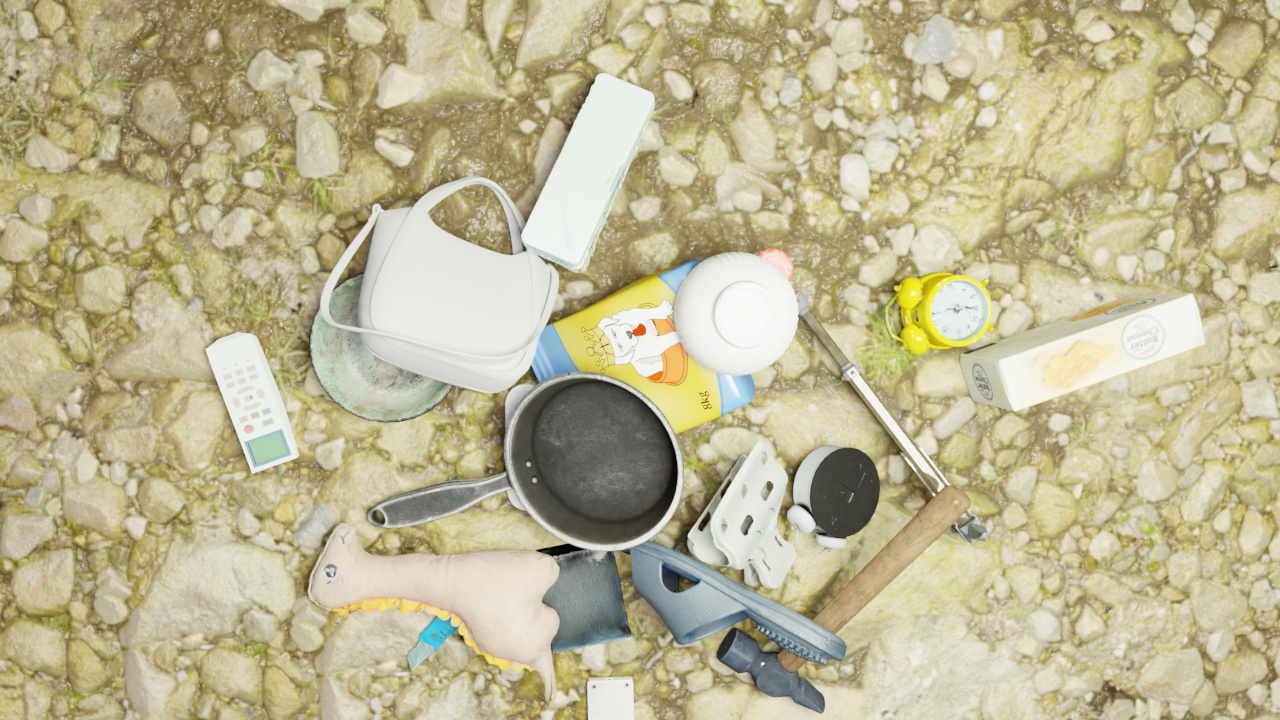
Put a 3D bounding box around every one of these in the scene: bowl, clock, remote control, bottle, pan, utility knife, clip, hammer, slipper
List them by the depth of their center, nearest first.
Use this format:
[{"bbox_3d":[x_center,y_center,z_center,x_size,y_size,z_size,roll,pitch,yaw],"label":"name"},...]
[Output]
[{"bbox_3d":[0.093,-0.042,0.845,0.118,0.062,0.118,0,94,-4],"label":"bowl"},{"bbox_3d":[0.071,0.253,0.915,0.264,0.101,0.082,22,75,23],"label":"slipper"},{"bbox_3d":[0.121,-0.090,0.931,0.044,0.109,0.044,0,94,-6],"label":"bottle"},{"bbox_3d":[0.219,0.241,0.932,0.129,0.040,0.323,33,118,-3],"label":"hammer"},{"bbox_3d":[-0.123,0.120,0.936,0.358,0.055,0.187,-15,100,22],"label":"pan"},{"bbox_3d":[0.252,0.055,0.953,0.028,0.147,0.317,-37,84,5],"label":"hammer"},{"bbox_3d":[-0.260,-0.016,0.957,0.157,0.038,0.157,0,94,-2],"label":"bowl"},{"bbox_3d":[0.103,0.170,0.960,0.125,0.097,0.152,-50,138,-34],"label":"clip"},{"bbox_3d":[-0.405,0.042,0.962,0.049,0.024,0.143,-19,93,-1],"label":"remote control"},{"bbox_3d":[0.311,-0.050,0.967,0.118,0.057,0.083,-9,95,-8],"label":"clock"},{"bbox_3d":[0.201,0.147,0.969,0.094,0.035,0.122,35,77,-26],"label":"clock"},{"bbox_3d":[-0.122,0.093,0.983,0.043,0.013,0.136,-1,94,-2],"label":"remote control"},{"bbox_3d":[-0.191,0.268,0.993,0.031,0.015,0.179,43,93,0],"label":"utility knife"},{"bbox_3d":[-0.032,0.416,1.011,0.050,0.011,0.136,-1,94,-2],"label":"remote control"}]

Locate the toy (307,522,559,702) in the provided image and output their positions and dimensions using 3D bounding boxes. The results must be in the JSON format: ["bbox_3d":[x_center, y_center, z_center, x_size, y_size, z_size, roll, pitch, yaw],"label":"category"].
[{"bbox_3d":[-0.214,0.261,0.953,0.264,0.065,0.196,-4,84,1],"label":"toy"}]

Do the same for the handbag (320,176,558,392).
[{"bbox_3d":[-0.183,-0.095,0.903,0.215,0.096,0.222,19,64,-23],"label":"handbag"}]

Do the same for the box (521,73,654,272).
[{"bbox_3d":[-0.054,-0.192,0.930,0.083,0.066,0.199,25,81,-20],"label":"box"}]

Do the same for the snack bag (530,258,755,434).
[{"bbox_3d":[-0.006,0.006,0.946,0.205,0.102,0.159,-23,95,14],"label":"snack bag"}]

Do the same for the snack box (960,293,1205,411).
[{"bbox_3d":[0.453,-0.011,0.952,0.208,0.104,0.057,-19,94,-1],"label":"snack box"}]

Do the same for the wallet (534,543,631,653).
[{"bbox_3d":[-0.063,0.254,0.991,0.089,0.026,0.115,-13,95,-3],"label":"wallet"}]
